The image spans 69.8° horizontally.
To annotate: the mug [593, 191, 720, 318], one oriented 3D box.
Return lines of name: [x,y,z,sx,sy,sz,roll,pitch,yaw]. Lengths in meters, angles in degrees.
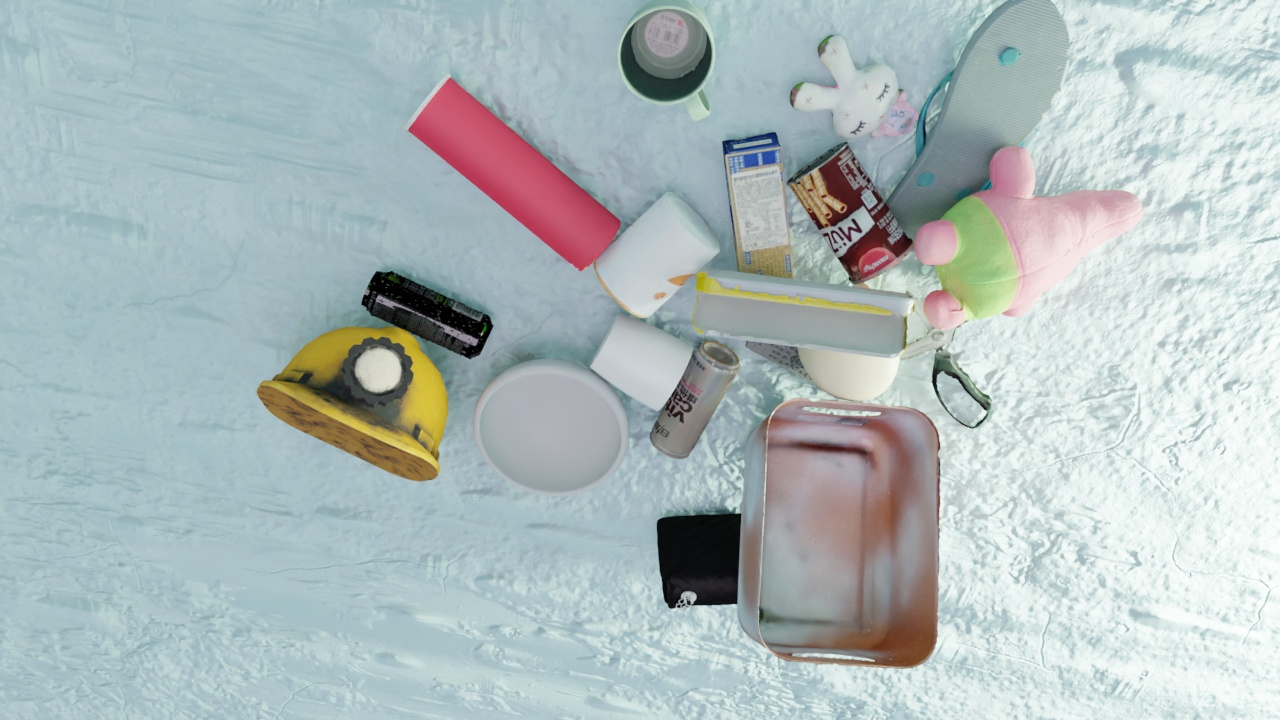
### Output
mug: [0.017,-0.107,0.934,0.082,0.082,0.105,42,114,-18]

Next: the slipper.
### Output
slipper: [0.314,-0.220,0.874,0.098,0.054,0.270,15,131,-7]

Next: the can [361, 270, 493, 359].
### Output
can: [-0.231,-0.050,1.000,0.137,0.053,0.054,25,118,-9]

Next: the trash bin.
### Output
trash bin: [0.202,0.185,0.979,0.181,0.157,0.259,5,77,-4]

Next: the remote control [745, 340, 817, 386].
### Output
remote control: [0.180,0.002,1.023,0.136,0.013,0.033,28,117,-12]

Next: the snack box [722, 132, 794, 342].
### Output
snack box: [0.123,-0.124,0.933,0.056,0.057,0.207,-7,118,7]

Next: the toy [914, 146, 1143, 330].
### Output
toy: [0.372,-0.117,0.889,0.236,0.096,0.192,-20,125,-4]

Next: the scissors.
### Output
scissors: [0.367,-0.016,1.000,0.202,0.015,0.203,-26,116,17]

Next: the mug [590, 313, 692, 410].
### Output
mug: [-0.006,0.006,1.012,0.087,0.080,0.114,29,149,-5]

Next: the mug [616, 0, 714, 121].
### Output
mug: [0.032,-0.270,0.827,0.084,0.103,0.111,-25,114,17]

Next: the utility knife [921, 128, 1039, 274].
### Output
utility knife: [0.337,-0.157,0.922,0.022,0.015,0.177,22,121,-9]

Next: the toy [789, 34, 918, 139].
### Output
toy: [0.206,-0.248,0.865,0.122,0.038,0.079,24,112,-12]

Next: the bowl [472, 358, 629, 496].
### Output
bowl: [-0.099,0.068,1.051,0.176,0.066,0.177,2,120,3]

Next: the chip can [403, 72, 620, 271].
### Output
chip can: [-0.123,-0.182,0.909,0.220,0.069,0.069,38,115,-17]

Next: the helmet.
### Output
helmet: [-0.288,0.030,0.989,0.205,0.131,0.256,27,160,-12]

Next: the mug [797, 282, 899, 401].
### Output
mug: [0.221,-0.018,0.953,0.096,0.099,0.120,8,111,-5]

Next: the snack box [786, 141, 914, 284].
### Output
snack box: [0.204,-0.143,0.893,0.072,0.072,0.121,-32,101,20]

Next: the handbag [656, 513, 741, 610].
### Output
handbag: [0.096,0.261,1.113,0.154,0.124,0.115,0,120,4]

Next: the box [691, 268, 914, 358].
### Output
box: [0.156,-0.053,0.891,0.210,0.067,0.070,7,124,8]

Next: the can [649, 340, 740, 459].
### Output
can: [0.061,0.045,1.033,0.054,0.054,0.136,23,119,-9]
